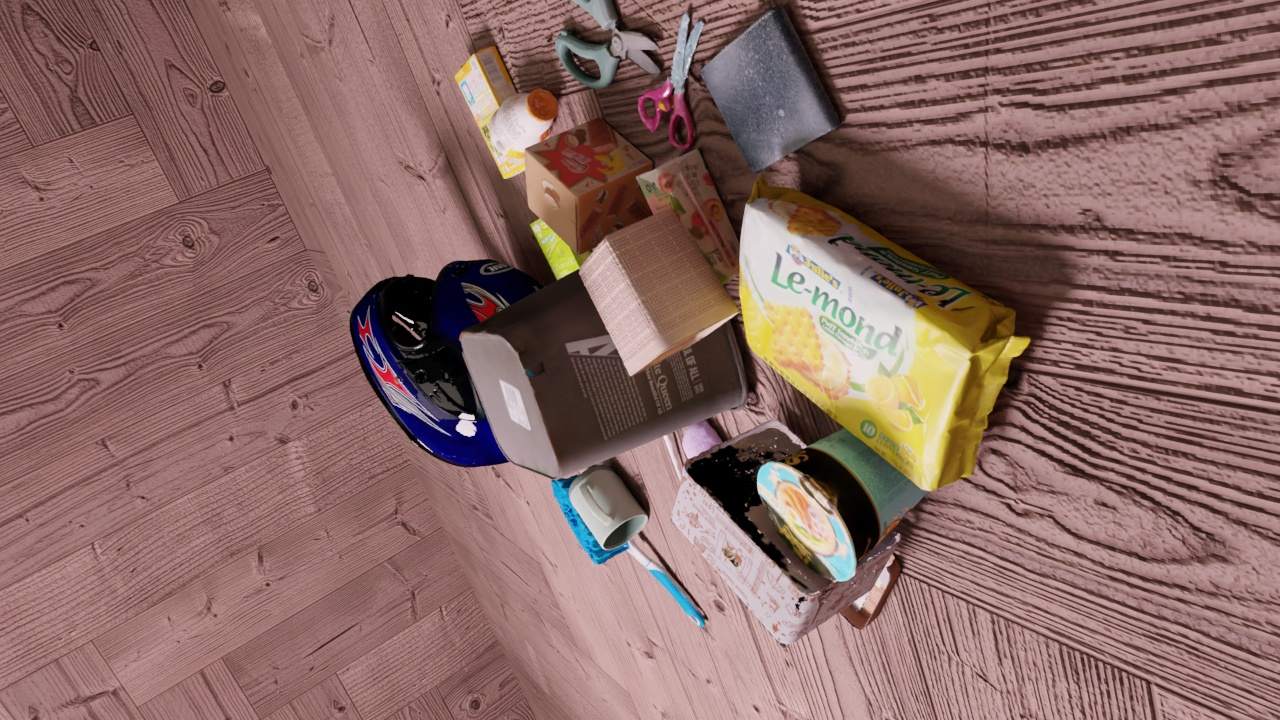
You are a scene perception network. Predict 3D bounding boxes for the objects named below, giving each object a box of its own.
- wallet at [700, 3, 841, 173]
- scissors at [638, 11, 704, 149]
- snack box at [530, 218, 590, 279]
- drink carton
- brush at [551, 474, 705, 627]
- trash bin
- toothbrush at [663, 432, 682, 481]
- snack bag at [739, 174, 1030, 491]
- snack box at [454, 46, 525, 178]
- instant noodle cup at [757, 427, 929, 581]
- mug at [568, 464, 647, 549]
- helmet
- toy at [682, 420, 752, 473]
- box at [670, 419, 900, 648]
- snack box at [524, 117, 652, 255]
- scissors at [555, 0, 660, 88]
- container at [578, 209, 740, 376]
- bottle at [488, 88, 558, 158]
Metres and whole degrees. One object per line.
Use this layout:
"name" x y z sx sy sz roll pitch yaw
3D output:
"wallet" 0.096 -0.202 0.703 0.097 0.019 0.121 62 158 -6
"scissors" 0.037 -0.236 0.786 0.072 0.017 0.137 46 149 9
"snack box" -0.081 -0.111 1.138 0.156 0.026 0.086 64 156 -8
"drink carton" 0.050 -0.124 0.834 0.046 0.053 0.122 -3 115 63
"brush" -0.023 0.293 1.416 0.314 0.109 0.061 57 148 28
"trash bin" -0.043 0.000 0.938 0.199 0.219 0.199 5 117 58
"toothbrush" 0.047 0.124 1.165 0.016 0.016 0.180 16 131 48
"snack bag" 0.169 -0.025 0.694 0.246 0.068 0.158 42 151 36
"snack box" -0.169 -0.295 1.102 0.087 0.033 0.140 -4 111 64
"instant noodle cup" 0.177 0.102 0.754 0.111 0.120 0.111 46 154 30
"mug" -0.057 0.213 1.362 0.106 0.082 0.111 52 -173 26
"helmet" -0.218 -0.018 1.243 0.241 0.246 0.315 -37 89 23
"toy" 0.085 0.113 1.048 0.108 0.038 0.084 51 140 32
"box" 0.131 0.186 0.890 0.180 0.157 0.218 45 152 30
"snack box" -0.052 -0.177 0.925 0.093 0.094 0.077 46 152 30
"scissors" -0.035 -0.293 0.859 0.179 0.019 0.162 47 152 23
"container" 0.011 -0.061 0.810 0.111 0.090 0.090 60 152 4
"bottle" -0.126 -0.264 1.011 0.063 0.063 0.109 64 155 -7
